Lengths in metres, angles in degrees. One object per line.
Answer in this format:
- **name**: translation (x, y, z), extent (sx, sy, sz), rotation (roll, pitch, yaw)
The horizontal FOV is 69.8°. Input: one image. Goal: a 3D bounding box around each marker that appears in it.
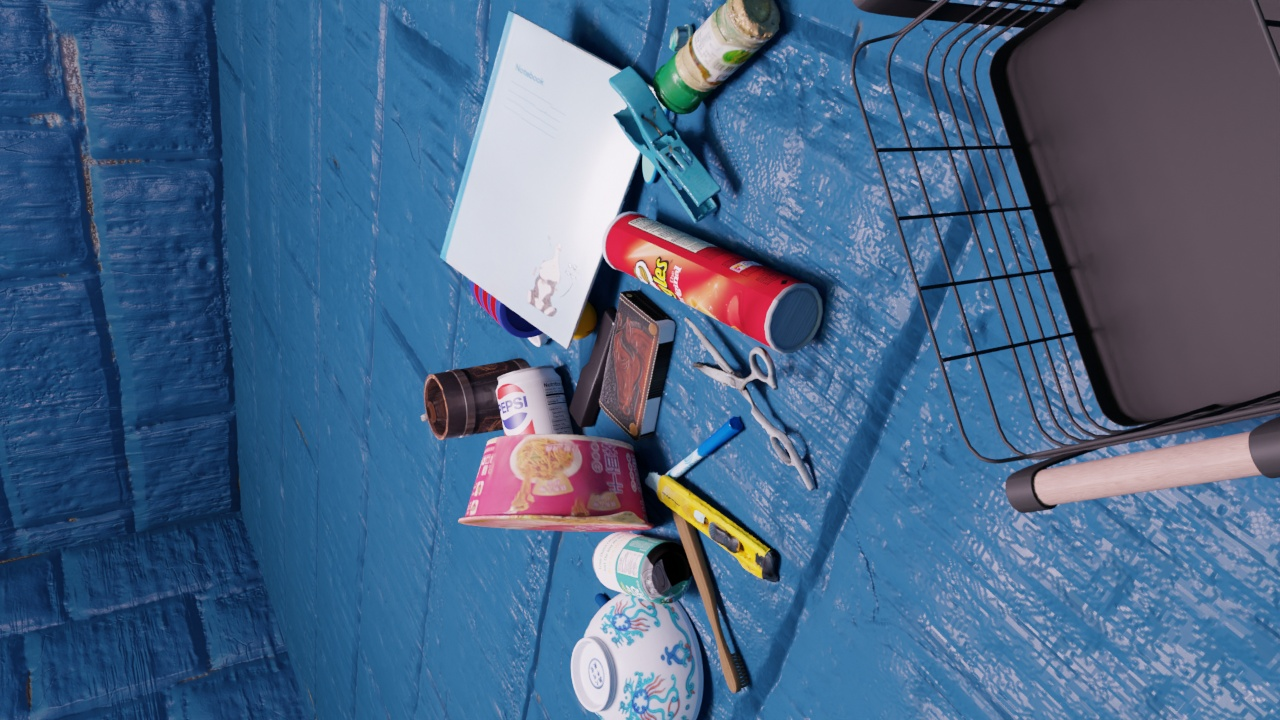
- **marker**: translation (0.046, 0.081, 0.776), extent (0.142, 0.013, 0.013), rotation (-48, 58, 52)

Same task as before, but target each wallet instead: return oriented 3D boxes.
- **wallet**: translation (-0.005, 0.005, 0.829), extent (0.072, 0.019, 0.123), rotation (41, 131, 40)

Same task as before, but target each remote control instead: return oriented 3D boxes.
- **remote control**: translation (-0.044, 0.009, 0.896), extent (0.032, 0.015, 0.137), rotation (55, 140, 36)

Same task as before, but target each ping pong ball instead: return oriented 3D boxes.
- **ping pong ball**: translation (-0.062, -0.040, 0.890), extent (0.040, 0.040, 0.040), rotation (22, 116, 54)

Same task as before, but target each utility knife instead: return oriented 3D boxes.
- **utility knife**: translation (0.055, 0.134, 0.765), extent (0.165, 0.017, 0.030), rotation (33, 120, 48)

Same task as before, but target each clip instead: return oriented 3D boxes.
- **clip**: translation (0.014, -0.165, 0.724), extent (0.130, 0.031, 0.121), rotation (57, 171, -10)

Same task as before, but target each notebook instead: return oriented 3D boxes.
- **notebook**: translation (-0.092, -0.162, 0.841), extent (0.181, 0.009, 0.254), rotation (35, 120, 23)

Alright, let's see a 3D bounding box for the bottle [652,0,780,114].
- **bottle**: translation (0.053, -0.220, 0.656), extent (0.111, 0.043, 0.043), rotation (-29, 73, 56)

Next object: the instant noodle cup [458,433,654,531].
- **instant noodle cup**: translation (-0.075, 0.114, 0.847), extent (0.179, 0.178, 0.077), rotation (-22, 63, 58)

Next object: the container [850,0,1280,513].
- **container**: translation (0.199, -0.075, 0.373), extent (0.163, 0.130, 0.241), rotation (-28, 74, 57)

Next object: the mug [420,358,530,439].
- **mug**: translation (-0.189, 0.049, 1.054), extent (0.116, 0.107, 0.080), rotation (-28, 74, 57)

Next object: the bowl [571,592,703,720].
- **bowl**: translation (-0.016, 0.284, 0.846), extent (0.144, 0.074, 0.144), rotation (-4, 85, 54)

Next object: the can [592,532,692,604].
- **can**: translation (0.000, 0.188, 0.836), extent (0.102, 0.054, 0.055), rotation (-6, 93, 58)

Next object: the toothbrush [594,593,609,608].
- **toothbrush**: translation (-0.001, 0.282, 0.903), extent (0.168, 0.014, 0.014), rotation (40, 125, 47)

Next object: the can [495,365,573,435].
- **can**: translation (-0.107, 0.076, 0.964), extent (0.070, 0.070, 0.132), rotation (-23, 79, 58)

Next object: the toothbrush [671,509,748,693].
- **toothbrush**: translation (0.058, 0.199, 0.786), extent (0.016, 0.016, 0.166), rotation (-43, 60, 52)

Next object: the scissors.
- **scissors**: translation (0.080, 0.029, 0.695), extent (0.162, 0.014, 0.142), rotation (63, 164, 3)

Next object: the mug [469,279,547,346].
- **mug**: translation (-0.124, -0.059, 0.967), extent (0.076, 0.074, 0.112), rotation (40, 156, 47)

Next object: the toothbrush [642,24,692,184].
- **toothbrush**: translation (0.018, -0.203, 0.739), extent (0.022, 0.017, 0.135), rotation (44, 133, 34)

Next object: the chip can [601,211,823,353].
- **chip can**: translation (0.047, -0.064, 0.698), extent (0.215, 0.051, 0.052), rotation (33, 125, 50)
